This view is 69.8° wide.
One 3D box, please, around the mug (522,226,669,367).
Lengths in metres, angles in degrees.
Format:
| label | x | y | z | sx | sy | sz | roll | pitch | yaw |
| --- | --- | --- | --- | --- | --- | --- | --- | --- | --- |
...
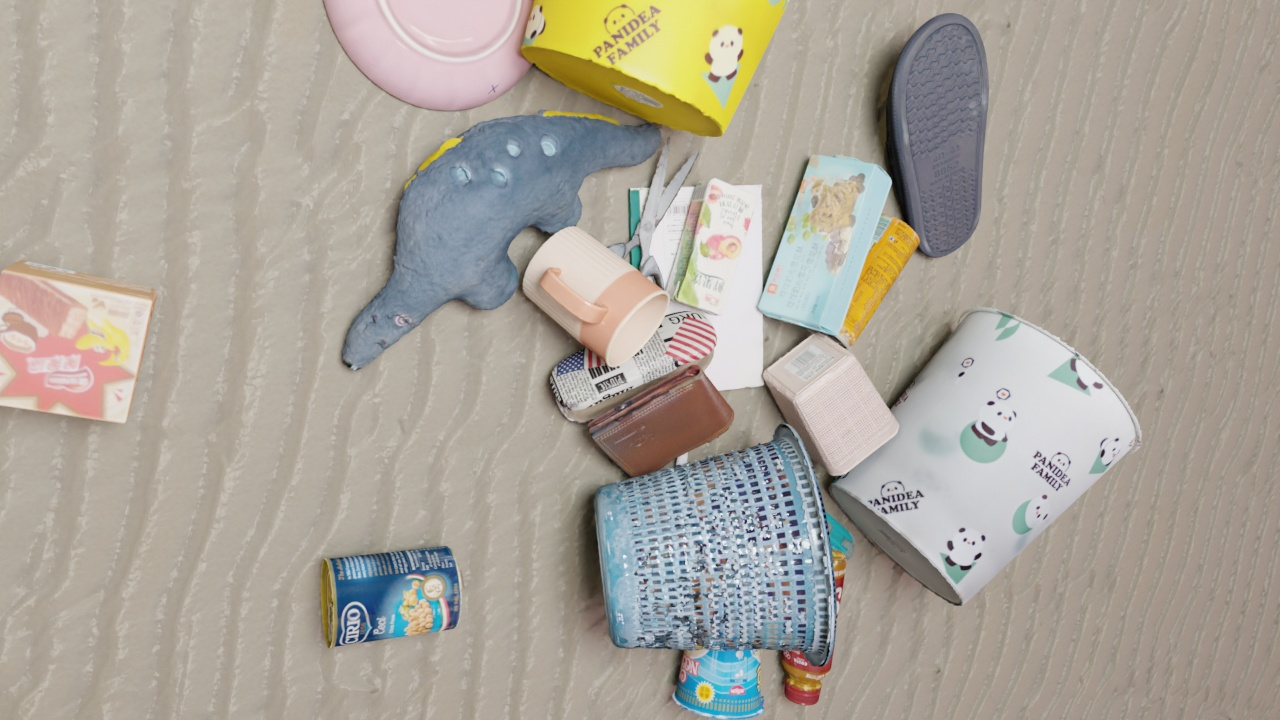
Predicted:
| label | x | y | z | sx | sy | sz | roll | pitch | yaw |
| --- | --- | --- | --- | --- | --- | --- | --- | --- | --- |
| mug | -0.046 | -0.057 | 0.797 | 0.082 | 0.106 | 0.114 | -56 | 163 | 15 |

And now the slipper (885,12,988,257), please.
| label | x | y | z | sx | sy | sz | roll | pitch | yaw |
| --- | --- | --- | --- | --- | --- | --- | --- | --- | --- |
| slipper | 0.303 | -0.235 | 0.981 | 0.110 | 0.083 | 0.268 | -27 | 128 | -11 |

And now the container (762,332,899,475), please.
| label | x | y | z | sx | sy | sz | roll | pitch | yaw |
| --- | --- | --- | --- | --- | --- | --- | --- | --- | --- |
| container | 0.194 | 0.042 | 0.953 | 0.090 | 0.090 | 0.111 | -37 | 120 | -3 |

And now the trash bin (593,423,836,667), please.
| label | x | y | z | sx | sy | sz | roll | pitch | yaw |
| --- | --- | --- | --- | --- | --- | --- | --- | --- | --- |
| trash bin | 0.059 | 0.181 | 0.864 | 0.195 | 0.226 | 0.227 | -6 | 103 | -3 |

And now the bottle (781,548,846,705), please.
| label | x | y | z | sx | sy | sz | roll | pitch | yaw |
| --- | --- | --- | --- | --- | --- | --- | --- | --- | --- |
| bottle | 0.192 | 0.298 | 1.033 | 0.057 | 0.057 | 0.175 | 2 | 99 | -26 |

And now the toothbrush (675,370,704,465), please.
| label | x | y | z | sx | sy | sz | roll | pitch | yaw |
| --- | --- | --- | --- | --- | --- | --- | --- | --- | --- |
| toothbrush | 0.046 | 0.087 | 0.936 | 0.016 | 0.016 | 0.180 | 2 | 105 | -23 |

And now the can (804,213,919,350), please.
| label | x | y | z | sx | sy | sz | roll | pitch | yaw |
| --- | --- | --- | --- | --- | --- | --- | --- | --- | --- |
| can | 0.236 | -0.084 | 0.980 | 0.058 | 0.058 | 0.146 | 38 | 83 | -27 |

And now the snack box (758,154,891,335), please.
| label | x | y | z | sx | sy | sz | roll | pitch | yaw |
| --- | --- | --- | --- | --- | --- | --- | --- | --- | --- |
| snack box | 0.188 | -0.118 | 0.934 | 0.051 | 0.074 | 0.175 | 18 | 92 | -54 |

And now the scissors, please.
| label | x | y | z | sx | sy | sz | roll | pitch | yaw |
| --- | --- | --- | --- | --- | --- | --- | --- | --- | --- |
| scissors | 0.001 | -0.122 | 0.872 | 0.162 | 0.014 | 0.165 | -19 | 103 | -10 |

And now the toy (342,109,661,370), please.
| label | x | y | z | sx | sy | sz | roll | pitch | yaw |
| --- | --- | --- | --- | --- | --- | --- | --- | --- | --- |
| toy | -0.128 | -0.129 | 0.786 | 0.355 | 0.091 | 0.138 | -42 | 142 | -12 |

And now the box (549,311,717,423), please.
| label | x | y | z | sx | sy | sz | roll | pitch | yaw |
| --- | --- | --- | --- | --- | --- | --- | --- | --- | --- |
| box | -0.005 | 0.002 | 0.857 | 0.163 | 0.086 | 0.076 | -22 | 91 | -5 |

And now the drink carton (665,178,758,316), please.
| label | x | y | z | sx | sy | sz | roll | pitch | yaw |
| --- | --- | --- | --- | --- | --- | --- | --- | --- | --- |
| drink carton | 0.067 | -0.109 | 0.887 | 0.053 | 0.045 | 0.122 | 16 | 91 | -20 |

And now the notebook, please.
| label | x | y | z | sx | sy | sz | roll | pitch | yaw |
| --- | --- | --- | --- | --- | --- | --- | --- | --- | --- |
| notebook | 0.058 | -0.069 | 0.922 | 0.150 | 0.012 | 0.209 | -6 | 102 | -24 |

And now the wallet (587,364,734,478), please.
| label | x | y | z | sx | sy | sz | roll | pitch | yaw |
| --- | --- | --- | --- | --- | --- | --- | --- | --- | --- |
| wallet | 0.023 | 0.060 | 0.876 | 0.125 | 0.032 | 0.101 | -31 | 141 | 10 |

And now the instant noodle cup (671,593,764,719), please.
| label | x | y | z | sx | sy | sz | roll | pitch | yaw |
| --- | --- | --- | --- | --- | --- | --- | --- | --- | --- |
| instant noodle cup | 0.087 | 0.307 | 0.969 | 0.099 | 0.099 | 0.110 | 6 | 88 | -27 |

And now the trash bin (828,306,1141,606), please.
| label | x | y | z | sx | sy | sz | roll | pitch | yaw |
| --- | --- | --- | --- | --- | --- | --- | --- | --- | --- |
| trash bin | 0.358 | 0.111 | 0.993 | 0.251 | 0.230 | 0.229 | -46 | 115 | -6 |

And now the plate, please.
| label | x | y | z | sx | sy | sz | roll | pitch | yaw |
| --- | --- | --- | --- | --- | --- | --- | --- | --- | --- |
| plate | -0.161 | -0.306 | 0.755 | 0.192 | 0.039 | 0.192 | -5 | 102 | -25 |

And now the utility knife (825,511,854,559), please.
| label | x | y | z | sx | sy | sz | roll | pitch | yaw |
| --- | --- | --- | --- | --- | --- | --- | --- | --- | --- |
| utility knife | 0.192 | 0.174 | 1.034 | 0.174 | 0.013 | 0.029 | 40 | 80 | -26 |

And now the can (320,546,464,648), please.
| label | x | y | z | sx | sy | sz | roll | pitch | yaw |
| --- | --- | --- | --- | --- | --- | --- | --- | --- | --- |
| can | -0.218 | 0.205 | 0.805 | 0.111 | 0.075 | 0.075 | -1 | 100 | -27 |

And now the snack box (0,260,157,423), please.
| label | x | y | z | sx | sy | sz | roll | pitch | yaw |
| --- | --- | --- | --- | --- | --- | --- | --- | --- | --- |
| snack box | -0.413 | -0.014 | 0.667 | 0.092 | 0.077 | 0.094 | 13 | 94 | -28 |

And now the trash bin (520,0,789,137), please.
| label | x | y | z | sx | sy | sz | roll | pitch | yaw |
| --- | --- | --- | --- | --- | --- | --- | --- | --- | --- |
| trash bin | 0.032 | -0.338 | 0.748 | 0.229 | 0.230 | 0.255 | 19 | 96 | -28 |
